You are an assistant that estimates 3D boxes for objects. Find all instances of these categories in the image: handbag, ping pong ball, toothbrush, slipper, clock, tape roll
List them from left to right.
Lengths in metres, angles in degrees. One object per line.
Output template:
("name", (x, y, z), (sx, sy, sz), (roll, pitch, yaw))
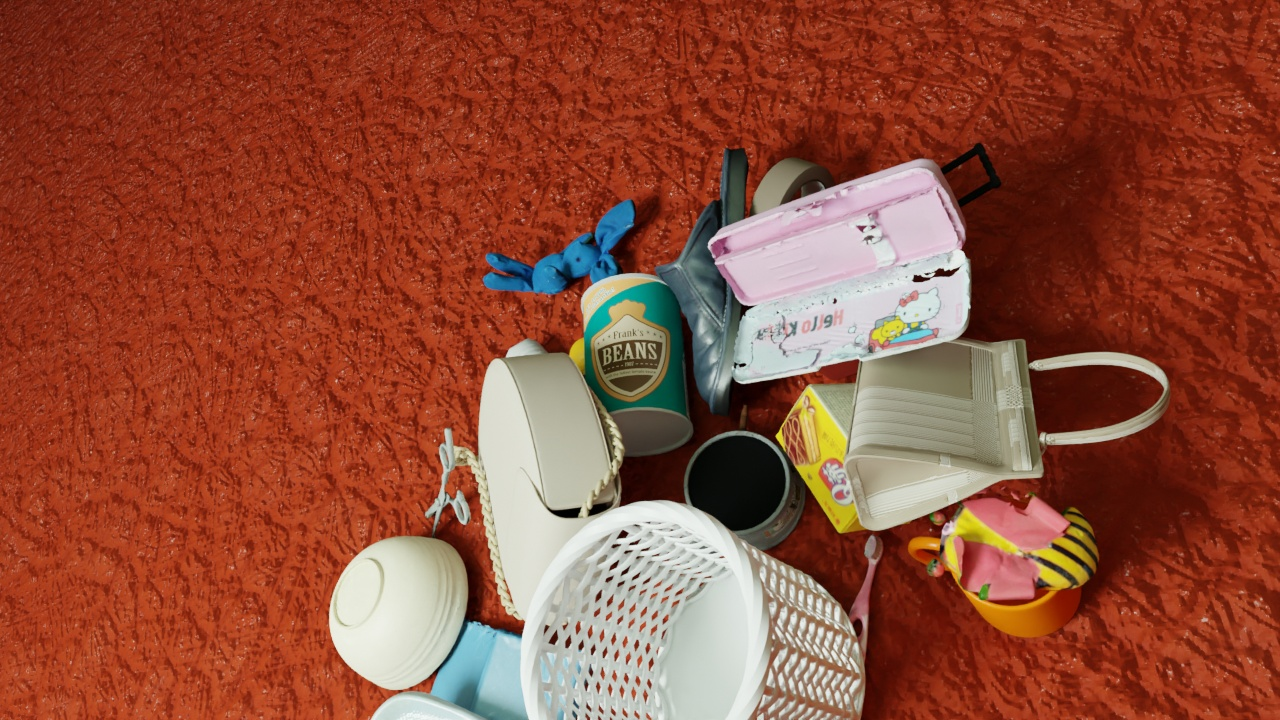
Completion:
("slipper", (-0.122, 0.339, 0.726), (0.246, 0.074, 0.104), (18, 74, 21))
("handbag", (-0.094, 0.104, 0.801), (0.103, 0.211, 0.208), (-6, 44, -22))
("ping pong ball", (-0.053, -0.004, 0.940), (0.040, 0.040, 0.040), (-13, 59, 23))
("slipper", (0.055, -0.076, 0.854), (0.083, 0.109, 0.265), (2, 71, 3))
("clock", (0.078, 0.122, 0.788), (0.104, 0.056, 0.147), (36, 81, 29))
("tape roll", (0.144, -0.142, 0.867), (0.030, 0.093, 0.093), (30, 82, 37))
("toothbrush", (0.172, 0.202, 0.718), (0.022, 0.016, 0.134), (2, 66, 36))
("handbag", (0.250, 0.028, 0.630), (0.198, 0.062, 0.175), (-10, 27, 24))

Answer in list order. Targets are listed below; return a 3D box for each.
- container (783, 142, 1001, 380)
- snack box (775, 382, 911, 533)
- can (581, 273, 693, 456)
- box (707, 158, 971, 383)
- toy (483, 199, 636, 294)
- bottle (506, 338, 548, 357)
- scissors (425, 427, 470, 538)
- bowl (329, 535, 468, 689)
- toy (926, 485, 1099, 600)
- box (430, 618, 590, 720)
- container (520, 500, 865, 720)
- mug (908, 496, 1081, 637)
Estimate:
("container", (0.218, -0.083, 0.773), (0.201, 0.127, 0.148), (-28, 54, 26))
("snack box", (0.175, 0.074, 0.731), (0.105, 0.083, 0.061), (61, 138, 37))
("can", (-0.005, 0.005, 0.870), (0.099, 0.099, 0.143), (-16, 58, 22))
("box", (0.142, -0.059, 0.697), (0.202, 0.111, 0.101), (-14, 34, 40))
("toy", (-0.080, -0.100, 0.992), (0.176, 0.071, 0.112), (-13, 61, 12))
("bottle", (-0.090, 0.030, 0.940), (0.044, 0.044, 0.136), (-46, 52, 1))
("scissors", (-0.196, 0.124, 0.899), (0.153, 0.014, 0.131), (-1, 101, 60))
("bowl", (-0.248, 0.235, 0.891), (0.151, 0.075, 0.150), (-19, 55, 28))
("toy", (0.235, 0.118, 0.587), (0.104, 0.046, 0.084), (-2, 43, 27))
("box", (-0.150, 0.351, 0.800), (0.175, 0.060, 0.231), (4, 68, 33))
("container", (0.043, 0.218, 0.665), (0.190, 0.186, 0.189), (-16, 58, 28))
("mug", (0.249, 0.146, 0.653), (0.113, 0.096, 0.077), (3, 67, 31))
